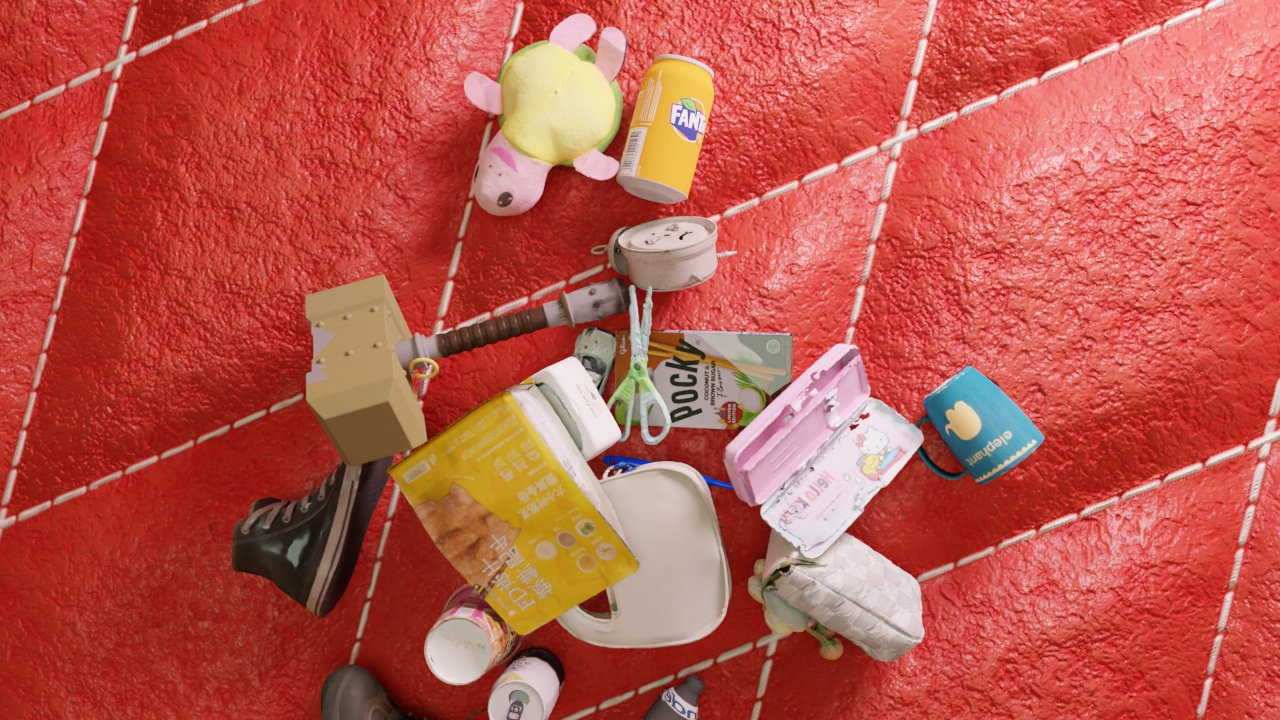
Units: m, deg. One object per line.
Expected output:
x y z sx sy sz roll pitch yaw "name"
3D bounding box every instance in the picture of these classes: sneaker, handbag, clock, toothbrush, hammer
-0.230 0.413 0.970 0.143 0.101 0.238 -32 91 7 "sneaker"
0.199 0.244 0.942 0.171 0.112 0.124 30 117 -3 "handbag"
-0.353 0.148 0.997 0.120 0.095 0.235 21 97 5 "sneaker"
0.015 -0.111 0.981 0.157 0.103 0.061 7 121 31 "clock"
0.049 0.126 1.004 0.182 0.018 0.016 11 93 7 "toothbrush"
-0.009 0.208 0.967 0.200 0.093 0.200 -11 89 8 "handbag"
-0.168 -0.027 0.954 0.325 0.101 0.190 -16 46 -4 "hammer"

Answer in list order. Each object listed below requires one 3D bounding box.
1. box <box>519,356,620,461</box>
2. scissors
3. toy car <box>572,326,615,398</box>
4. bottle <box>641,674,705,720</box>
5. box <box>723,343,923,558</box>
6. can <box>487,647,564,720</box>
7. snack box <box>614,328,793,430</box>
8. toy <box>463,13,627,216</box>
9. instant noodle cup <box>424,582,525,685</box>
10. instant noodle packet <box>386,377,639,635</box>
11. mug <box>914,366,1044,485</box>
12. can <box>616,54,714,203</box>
-0.094 0.066 0.962 0.103 0.076 0.107 -33 84 29 "box"
-0.009 0.004 0.959 0.078 0.032 0.175 1 100 14 "scissors"
-0.059 0.015 1.006 0.048 0.033 0.105 19 89 6 "toy car"
0.029 0.386 0.980 0.047 0.047 0.112 35 90 4 "bottle"
0.182 0.089 0.936 0.201 0.073 0.150 -39 97 -26 "box"
-0.119 0.345 0.952 0.064 0.127 0.064 0 88 4 "can"
0.067 0.020 0.979 0.186 0.031 0.101 2 97 10 "snack box"
-0.099 -0.259 0.989 0.190 0.087 0.238 31 94 -1 "toy"
-0.179 0.291 0.968 0.098 0.108 0.097 0 88 5 "instant noodle cup"
-0.122 0.153 0.926 0.163 0.084 0.221 -34 90 17 "instant noodle packet"
0.339 0.072 0.957 0.112 0.084 0.104 -43 78 30 "mug"
0.028 -0.245 0.983 0.079 0.079 0.142 15 89 4 "can"
